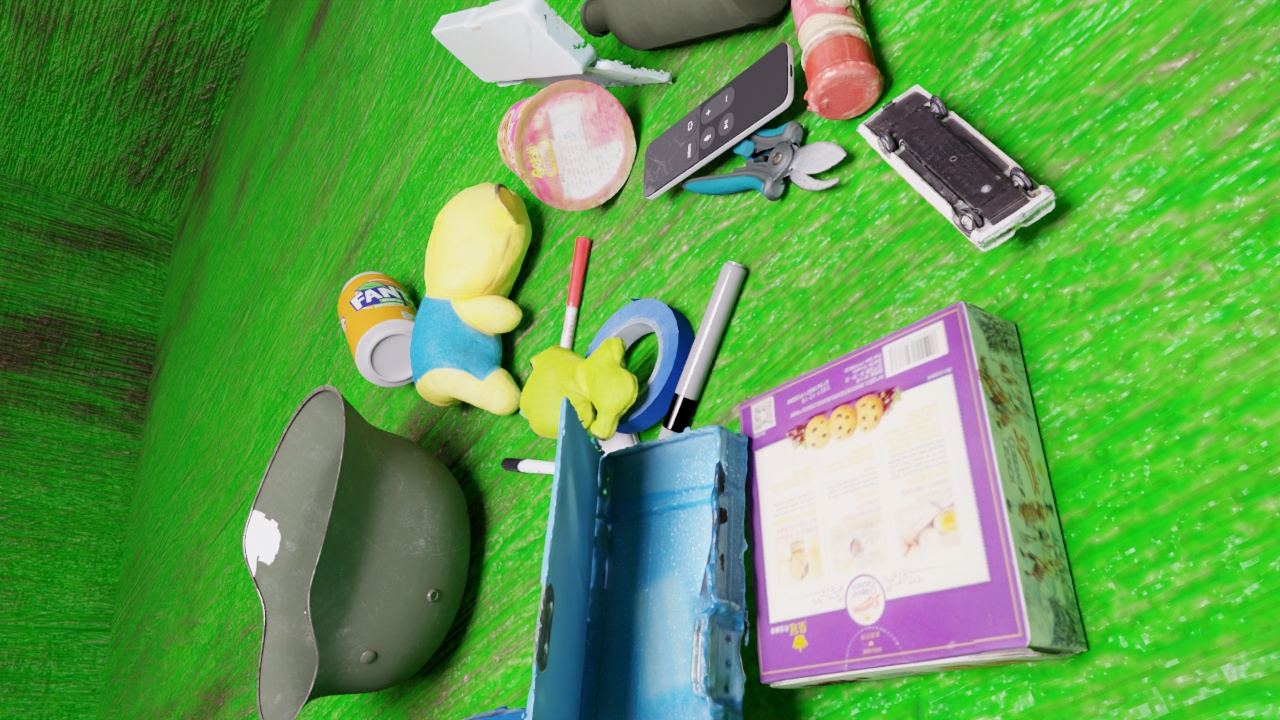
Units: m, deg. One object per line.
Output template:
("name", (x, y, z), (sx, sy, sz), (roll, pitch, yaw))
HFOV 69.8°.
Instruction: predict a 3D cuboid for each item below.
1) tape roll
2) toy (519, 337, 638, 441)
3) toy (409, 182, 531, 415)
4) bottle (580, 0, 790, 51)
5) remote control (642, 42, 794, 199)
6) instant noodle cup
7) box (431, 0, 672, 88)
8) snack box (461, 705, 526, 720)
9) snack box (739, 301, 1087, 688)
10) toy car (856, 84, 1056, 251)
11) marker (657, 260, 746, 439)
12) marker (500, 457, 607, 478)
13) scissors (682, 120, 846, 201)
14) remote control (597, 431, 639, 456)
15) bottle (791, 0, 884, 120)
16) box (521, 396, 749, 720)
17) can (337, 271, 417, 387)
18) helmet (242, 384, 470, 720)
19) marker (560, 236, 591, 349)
("tape roll", (-0.004, 0.004, 0.620), (0.091, 0.016, 0.093), (23, 88, 51))
("toy", (-0.042, 0.019, 0.612), (0.094, 0.036, 0.094), (-38, 49, 20))
("toy", (-0.153, -0.062, 0.815), (0.149, 0.084, 0.214), (-2, 78, 53))
("bottle", (0.020, -0.264, 0.663), (0.207, 0.071, 0.071), (16, 90, 56))
("remote control", (0.047, -0.152, 0.599), (0.147, 0.008, 0.045), (-25, 56, 51))
("instant noodle cup", (-0.069, -0.176, 0.741), (0.108, 0.097, 0.098), (34, 105, 62))
("box", (-0.079, -0.241, 0.734), (0.197, 0.136, 0.049), (25, 97, 56))
("snack box", (-0.061, 0.343, 0.487), (0.238, 0.056, 0.196), (-121, 36, -46))
("snack box", (0.112, 0.068, 0.422), (0.144, 0.040, 0.147), (-30, 54, 46))
("toy car", (0.149, -0.090, 0.438), (0.039, 0.039, 0.113), (-35, 45, 8))
("marker", (0.036, 0.005, 0.578), (0.016, 0.016, 0.140), (29, 101, 55))
("marker", (-0.068, 0.082, 0.699), (0.152, 0.011, 0.011), (-5, 72, 54))
("scissors", (0.072, -0.129, 0.579), (0.128, 0.019, 0.153), (-42, 44, 39))
("remote control", (-0.016, 0.058, 0.631), (0.033, 0.012, 0.130), (-52, 40, 29))
("bottle", (0.110, -0.192, 0.530), (0.044, 0.044, 0.109), (-34, 50, 43))
("box", (-0.014, 0.134, 0.422), (0.094, 0.102, 0.231), (-16, 58, 38))
("can", (-0.275, -0.037, 0.980), (0.079, 0.079, 0.142), (-62, 36, 16))
("helmet", (-0.226, 0.171, 0.758), (0.227, 0.153, 0.267), (-1, 71, 56))
("marker", (-0.056, -0.030, 0.726), (0.013, 0.012, 0.142), (-6, 72, 54))
